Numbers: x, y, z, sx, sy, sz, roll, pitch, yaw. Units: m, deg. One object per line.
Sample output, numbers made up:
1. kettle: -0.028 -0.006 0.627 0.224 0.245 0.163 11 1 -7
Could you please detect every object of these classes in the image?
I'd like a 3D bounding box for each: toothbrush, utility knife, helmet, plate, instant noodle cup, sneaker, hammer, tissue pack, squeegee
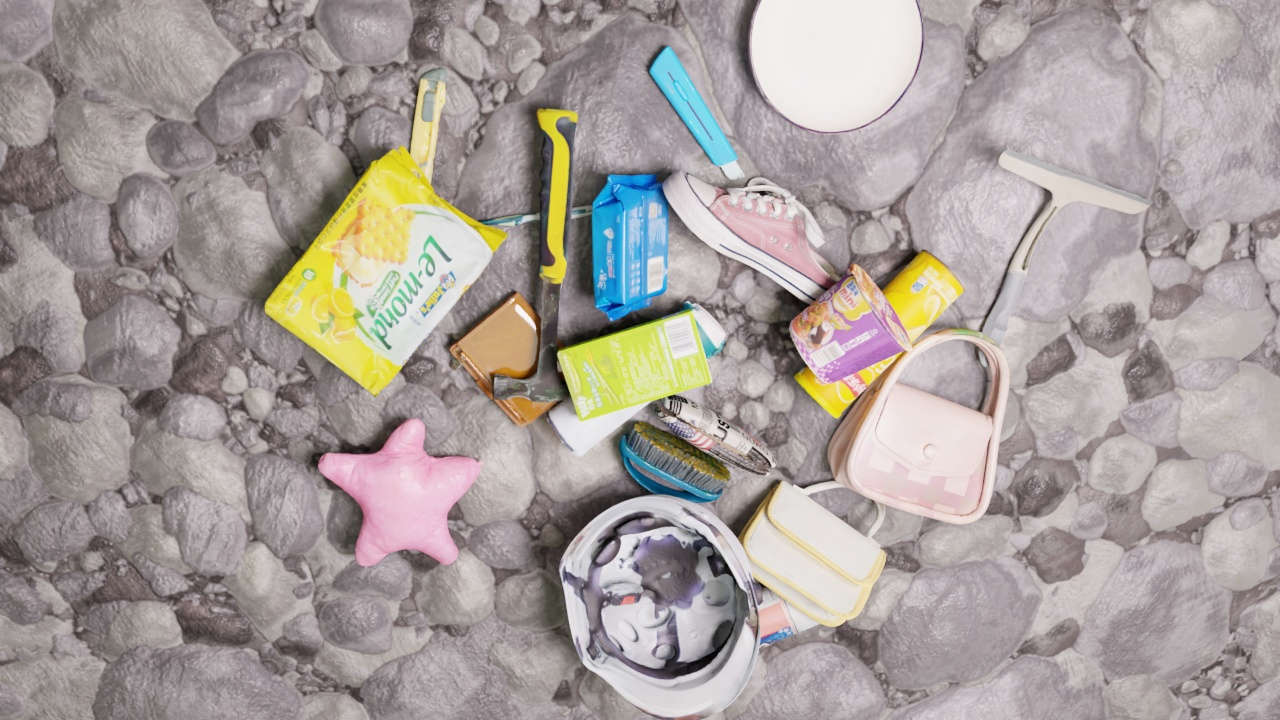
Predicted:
1. toothbrush: -0.137 -0.155 1.030 0.191 0.016 0.018 -8 117 -3
2. utility knife: 0.065 -0.268 1.015 0.034 0.018 0.166 -36 108 5
3. helmet: 0.034 0.279 1.098 0.229 0.145 0.258 -28 91 14
4. plate: 0.208 -0.345 0.995 0.192 0.039 0.192 -1 106 -5
5. instant noodle cup: 0.226 -0.033 1.009 0.099 0.111 0.111 -35 108 24
6. sneaker: 0.138 -0.151 1.012 0.241 0.118 0.088 30 119 -19
7. hammer: -0.094 -0.110 1.016 0.126 0.032 0.323 2 103 -12
8. tissue pack: -0.012 -0.128 1.011 0.052 0.094 0.157 12 110 33
9. squeegee: 0.456 -0.108 1.091 0.246 0.039 0.247 10 112 -26
10. utility knife: -0.233 -0.241 0.998 0.031 0.018 0.152 10 110 -3

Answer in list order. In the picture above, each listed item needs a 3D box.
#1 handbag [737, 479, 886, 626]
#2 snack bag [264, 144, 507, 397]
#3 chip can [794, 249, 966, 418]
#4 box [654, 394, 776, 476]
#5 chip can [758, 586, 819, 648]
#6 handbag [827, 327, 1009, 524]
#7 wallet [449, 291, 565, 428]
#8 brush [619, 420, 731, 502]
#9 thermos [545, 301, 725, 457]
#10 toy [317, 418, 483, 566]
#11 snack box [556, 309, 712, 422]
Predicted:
1. handbag: 0.224 0.213 1.127 0.163 0.063 0.178 35 67 5
2. snack bag: -0.280 -0.094 1.002 0.158 0.068 0.247 40 103 -13
3. chip can: 0.280 -0.030 1.079 0.072 0.072 0.213 42 98 -15
4. box: 0.094 0.086 1.100 0.164 0.074 0.064 29 73 -16
5. chip can: 0.156 0.328 1.173 0.215 0.071 0.071 -23 107 2
6. handbag: 0.353 0.070 1.107 0.193 0.093 0.234 19 102 -12
7. wallet: -0.146 0.006 1.066 0.119 0.035 0.130 -38 106 4
8. brush: 0.036 0.132 1.112 0.144 0.055 0.074 29 113 -14
9. thermos: -0.001 0.021 1.070 0.224 0.073 0.073 -38 106 6
10. toy: -0.267 0.163 1.084 0.178 0.074 0.195 -20 111 -10
11. snack box: -0.006 0.006 1.018 0.156 0.026 0.086 -18 100 1
